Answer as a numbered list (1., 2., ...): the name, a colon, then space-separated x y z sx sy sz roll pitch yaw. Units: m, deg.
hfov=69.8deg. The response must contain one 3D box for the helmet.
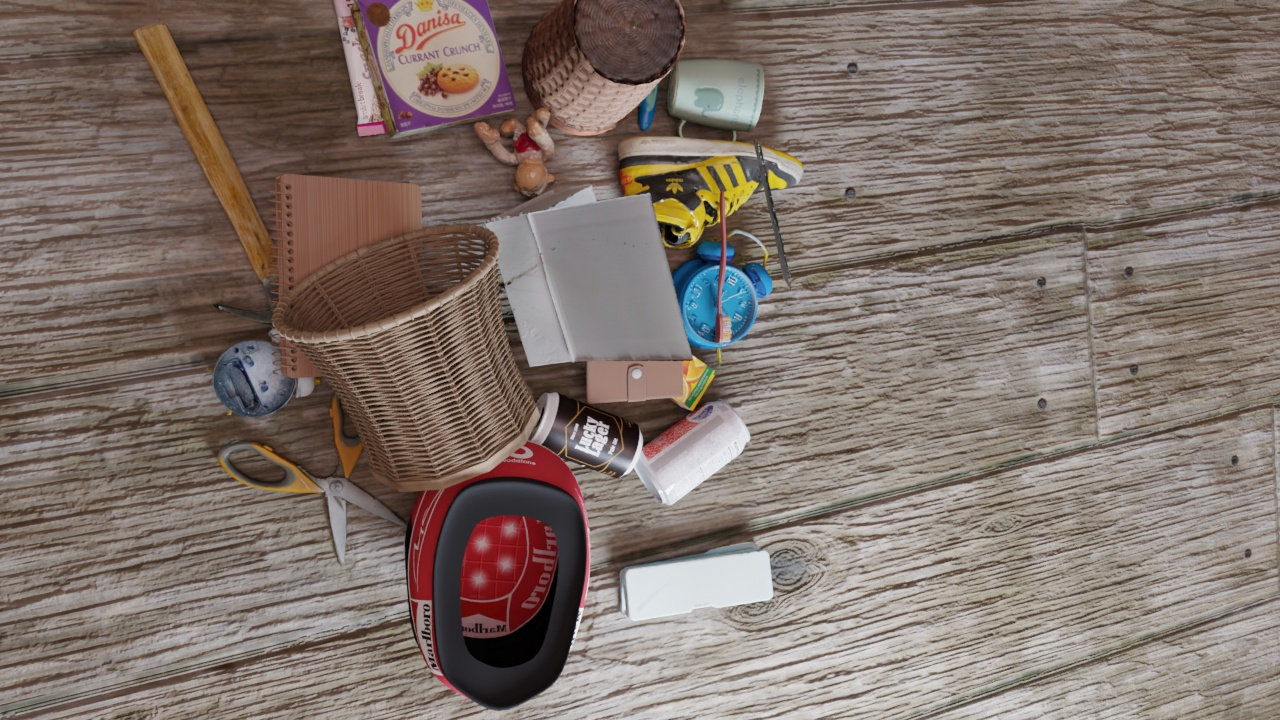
1. helmet: -0.158 0.219 1.000 0.197 0.225 0.270 8 79 -17

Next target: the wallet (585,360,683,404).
1. wallet: -0.007 0.006 1.100 0.121 0.013 0.087 -4 100 -15

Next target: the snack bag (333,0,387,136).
1. snack bag: -0.298 -0.352 1.015 0.070 0.016 0.196 -12 98 -16

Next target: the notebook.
1. notebook: -0.317 -0.090 0.996 0.168 0.022 0.210 -4 97 -41

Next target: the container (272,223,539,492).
1. container: -0.222 -0.001 0.934 0.226 0.227 0.196 -25 120 -15

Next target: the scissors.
1. scissors: -0.364 0.126 1.036 0.225 0.016 0.225 1 97 -19

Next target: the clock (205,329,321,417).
1. clock: -0.401 0.012 0.992 0.117 0.057 0.083 -23 101 -15

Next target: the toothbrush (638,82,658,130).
1. toothbrush: 0.016 -0.348 1.122 0.022 0.017 0.135 9 94 -19

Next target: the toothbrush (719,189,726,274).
1. toothbrush: 0.099 -0.111 1.092 0.015 0.015 0.184 -7 107 -19

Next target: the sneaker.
1. sneaker: 0.087 -0.198 1.118 0.238 0.086 0.122 3 88 -15

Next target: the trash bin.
1. trash bin: -0.036 -0.337 1.001 0.151 0.210 0.151 -2 96 -19

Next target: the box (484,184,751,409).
1. box: -0.053 -0.074 0.907 0.149 0.413 0.167 -20 108 -11

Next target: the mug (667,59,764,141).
1. mug: 0.087 -0.310 1.118 0.104 0.084 0.111 4 119 -8

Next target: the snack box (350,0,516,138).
1. snack box: -0.227 -0.334 1.017 0.143 0.041 0.148 -20 101 -25

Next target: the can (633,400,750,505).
1. can: 0.063 0.113 1.143 0.136 0.078 0.078 -35 104 -13

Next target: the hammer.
1. hammer: -0.444 -0.192 0.975 0.132 0.033 0.330 -26 101 -14

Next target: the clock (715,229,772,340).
1. clock: 0.098 -0.087 1.145 0.116 0.060 0.161 28 90 -18

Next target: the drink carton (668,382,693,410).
1. drink carton: 0.026 0.005 1.141 0.122 0.041 0.058 34 84 -17

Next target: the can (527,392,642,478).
1. can: -0.066 0.090 1.101 0.128 0.072 0.072 23 87 -19

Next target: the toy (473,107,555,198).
1. toy: -0.137 -0.233 1.058 0.085 0.074 0.106 -5 120 12

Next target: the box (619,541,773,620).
1. box: 0.072 0.283 1.176 0.198 0.070 0.085 -6 116 -16
